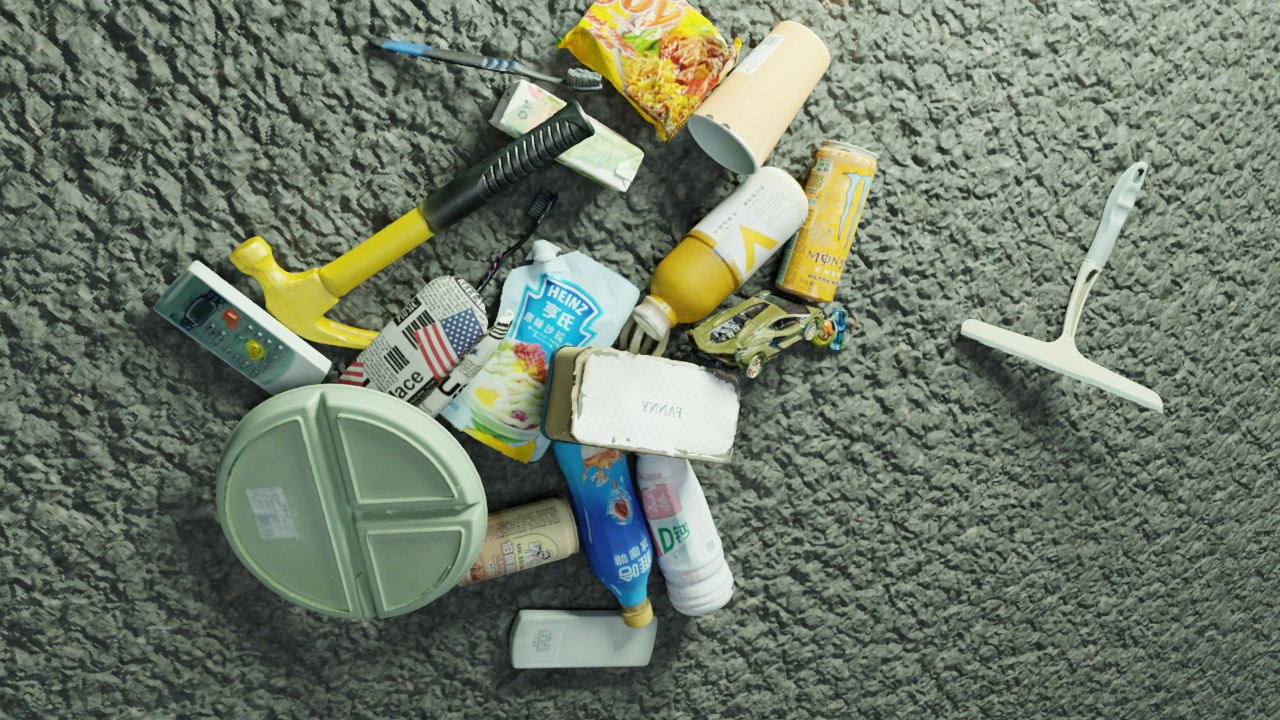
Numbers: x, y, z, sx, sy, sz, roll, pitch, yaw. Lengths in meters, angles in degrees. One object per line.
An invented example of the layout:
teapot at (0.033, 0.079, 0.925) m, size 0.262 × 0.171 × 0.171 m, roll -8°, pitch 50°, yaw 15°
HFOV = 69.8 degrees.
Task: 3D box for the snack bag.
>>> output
snack bag at (-0.092, -0.010, 0.818) m, size 0.110 × 0.039 × 0.191 m, roll 31°, pitch 94°, yaw -1°

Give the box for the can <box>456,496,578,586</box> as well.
can at (-0.120, 0.166, 0.848) m, size 0.116 × 0.058 × 0.058 m, roll -13°, pitch 108°, yaw -16°

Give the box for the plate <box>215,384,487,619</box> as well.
plate at (-0.244, 0.127, 0.767) m, size 0.230 × 0.027 × 0.230 m, roll 1°, pitch 114°, yaw 1°

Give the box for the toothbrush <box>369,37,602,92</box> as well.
toothbrush at (-0.123, -0.242, 0.744) m, size 0.189 × 0.016 × 0.014 m, roll 9°, pitch 63°, yaw -10°

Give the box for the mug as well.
mug at (0.108, -0.236, 0.815) m, size 0.078 × 0.078 × 0.122 m, roll 40°, pitch 84°, yaw -24°

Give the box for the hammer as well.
hammer at (-0.169, -0.113, 0.737) m, size 0.301 × 0.032 × 0.129 m, roll -32°, pitch 119°, yaw 6°

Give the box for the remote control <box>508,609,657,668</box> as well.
remote control at (-0.057, 0.279, 0.921) m, size 0.150 × 0.021 × 0.058 m, roll 7°, pitch 102°, yaw -21°

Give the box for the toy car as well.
toy car at (0.109, -0.031, 0.847) m, size 0.157 × 0.070 × 0.042 m, roll -28°, pitch 133°, yaw -40°

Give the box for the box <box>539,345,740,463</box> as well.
box at (-0.002, 0.039, 0.798) m, size 0.184 × 0.062 × 0.089 m, roll 13°, pitch 83°, yaw -28°

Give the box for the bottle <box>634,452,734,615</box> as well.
bottle at (0.037, 0.151, 0.894) m, size 0.068 × 0.068 × 0.197 m, roll -22°, pitch 109°, yaw -13°

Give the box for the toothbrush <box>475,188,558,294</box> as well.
toothbrush at (-0.135, -0.074, 0.804) m, size 0.018 × 0.014 × 0.189 m, roll 38°, pitch 90°, yaw -14°

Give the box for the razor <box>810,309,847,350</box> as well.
razor at (0.144, -0.029, 0.909) m, size 0.142 × 0.022 × 0.043 m, roll -1°, pitch 103°, yaw -19°

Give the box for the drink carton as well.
drink carton at (-0.061, -0.190, 0.776) m, size 0.122 × 0.053 × 0.045 m, roll 24°, pitch 95°, yaw -24°

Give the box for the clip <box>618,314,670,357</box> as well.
clip at (-0.007, 0.003, 0.856) m, size 0.034 × 0.072 × 0.100 m, roll 19°, pitch 92°, yaw -24°

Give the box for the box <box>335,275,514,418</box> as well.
box at (-0.183, 0.000, 0.764) m, size 0.162 × 0.075 × 0.086 m, roll -42°, pitch 106°, yaw 13°

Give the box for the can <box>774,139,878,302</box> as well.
can at (0.176, -0.130, 0.872) m, size 0.058 × 0.058 × 0.146 m, roll 13°, pitch 100°, yaw -22°

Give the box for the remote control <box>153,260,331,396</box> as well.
remote control at (-0.318, -0.018, 0.738) m, size 0.056 × 0.019 × 0.135 m, roll -36°, pitch 116°, yaw 23°

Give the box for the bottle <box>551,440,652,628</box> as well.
bottle at (-0.028, 0.158, 0.875) m, size 0.065 × 0.065 × 0.219 m, roll -19°, pitch 110°, yaw -14°

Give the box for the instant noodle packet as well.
instant noodle packet at (0.009, -0.266, 0.772) m, size 0.128 × 0.044 × 0.110 m, roll 41°, pitch 85°, yaw -4°

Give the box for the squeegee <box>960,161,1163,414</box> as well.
squeegee at (0.496, -0.099, 1.005) m, size 0.246 × 0.039 × 0.246 m, roll 20°, pitch 91°, yaw -5°

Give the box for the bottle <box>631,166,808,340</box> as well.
bottle at (0.070, -0.094, 0.830) m, size 0.189 × 0.068 × 0.068 m, roll -44°, pitch 114°, yaw -11°
